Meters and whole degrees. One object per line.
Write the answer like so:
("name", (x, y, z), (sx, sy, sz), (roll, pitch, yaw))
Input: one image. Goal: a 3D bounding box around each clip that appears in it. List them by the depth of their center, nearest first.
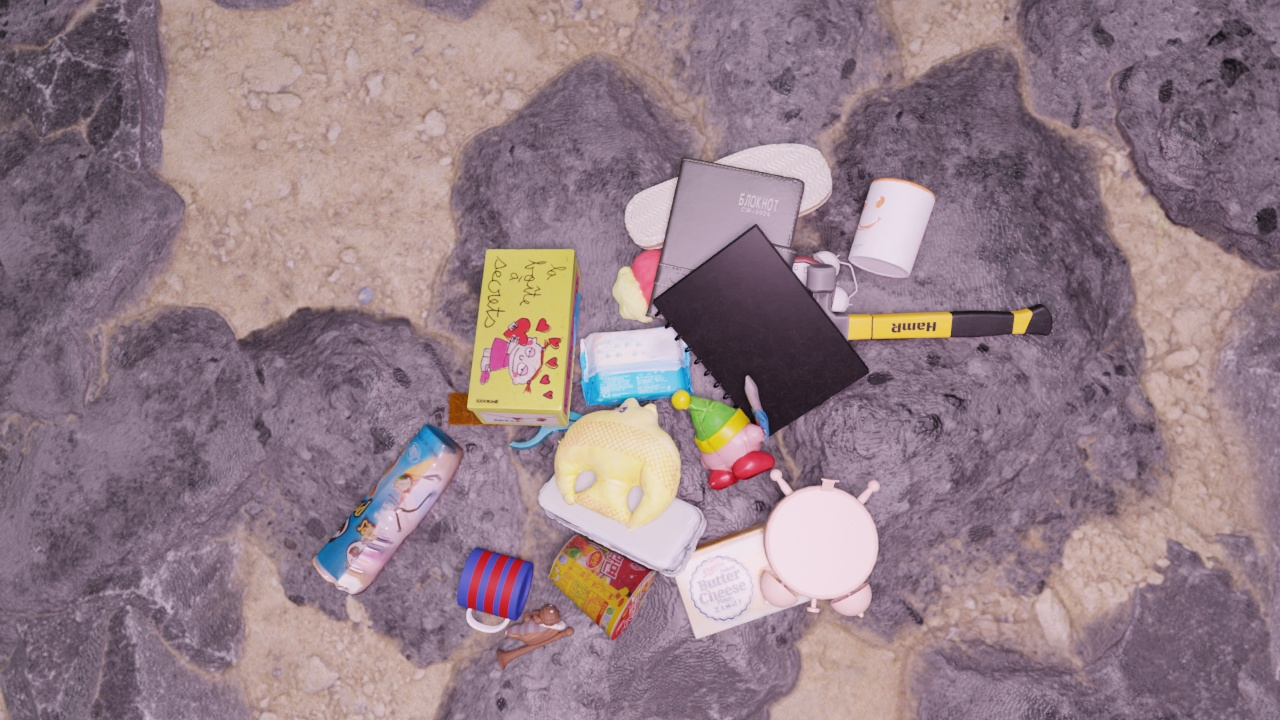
("clip", (-0.128, 0.084, 1.194), (0.120, 0.033, 0.118), (41, 77, 3))

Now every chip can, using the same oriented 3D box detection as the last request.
("chip can", (-0.320, 0.193, 1.186), (0.080, 0.080, 0.229), (39, 88, 8))

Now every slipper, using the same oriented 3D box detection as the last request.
("slipper", (0.113, -0.209, 1.203), (0.273, 0.054, 0.114), (-13, 81, 8))

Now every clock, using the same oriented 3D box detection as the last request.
("clock", (0.211, 0.216, 1.078), (0.131, 0.086, 0.160), (6, 89, 6))
("clock", (0.216, -0.093, 1.186), (0.124, 0.044, 0.087), (-13, 83, 4))

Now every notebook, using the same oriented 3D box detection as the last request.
("notebook", (0.145, -0.028, 1.136), (0.169, 0.019, 0.231), (-36, 102, 21))
("notebook", (0.110, -0.138, 1.158), (0.169, 0.029, 0.209), (13, 95, 6))

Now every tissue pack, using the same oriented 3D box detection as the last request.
("tissue pack", (-0.007, 0.007, 1.185), (0.144, 0.062, 0.092), (-6, 81, 1))

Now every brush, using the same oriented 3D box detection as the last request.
("brush", (-0.193, 0.064, 1.217), (0.126, 0.017, 0.048), (0, 84, 5))

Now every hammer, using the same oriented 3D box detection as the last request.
("hammer", (0.358, -0.040, 1.156), (0.324, 0.034, 0.170), (-2, 109, -3))

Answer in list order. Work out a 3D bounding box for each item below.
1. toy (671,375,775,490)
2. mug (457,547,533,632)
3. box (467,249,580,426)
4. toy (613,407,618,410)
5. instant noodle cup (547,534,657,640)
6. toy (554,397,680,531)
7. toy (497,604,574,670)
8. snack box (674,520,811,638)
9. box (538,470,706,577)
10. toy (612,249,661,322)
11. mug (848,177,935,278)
("toy", (0.102, 0.089, 1.140), (0.124, 0.096, 0.131), (-30, 76, 45))
("mug", (-0.186, 0.300, 1.169), (0.076, 0.074, 0.112), (13, 111, 6))
("box", (-0.144, -0.031, 1.170), (0.124, 0.079, 0.220), (3, 71, 5))
("toy", (-0.005, 0.111, 1.181), (0.110, 0.047, 0.063), (37, 77, 12))
("instant noodle cup", (-0.051, 0.274, 1.147), (0.112, 0.100, 0.100), (32, 87, 15))
("toy", (-0.027, 0.120, 1.126), (0.171, 0.064, 0.154), (17, 83, 25))
("toy", (-0.139, 0.348, 1.170), (0.101, 0.041, 0.055), (-21, 104, -6))
("snack box", (0.148, 0.261, 1.146), (0.208, 0.057, 0.104), (-20, 82, 2))
("box", (-0.025, 0.192, 1.151), (0.214, 0.063, 0.118), (19, 61, 26))
("toy", (0.027, -0.102, 1.201), (0.135, 0.045, 0.091), (-27, 88, 7))
("mug", (0.319, -0.167, 1.166), (0.082, 0.082, 0.105), (18, 87, 6))
